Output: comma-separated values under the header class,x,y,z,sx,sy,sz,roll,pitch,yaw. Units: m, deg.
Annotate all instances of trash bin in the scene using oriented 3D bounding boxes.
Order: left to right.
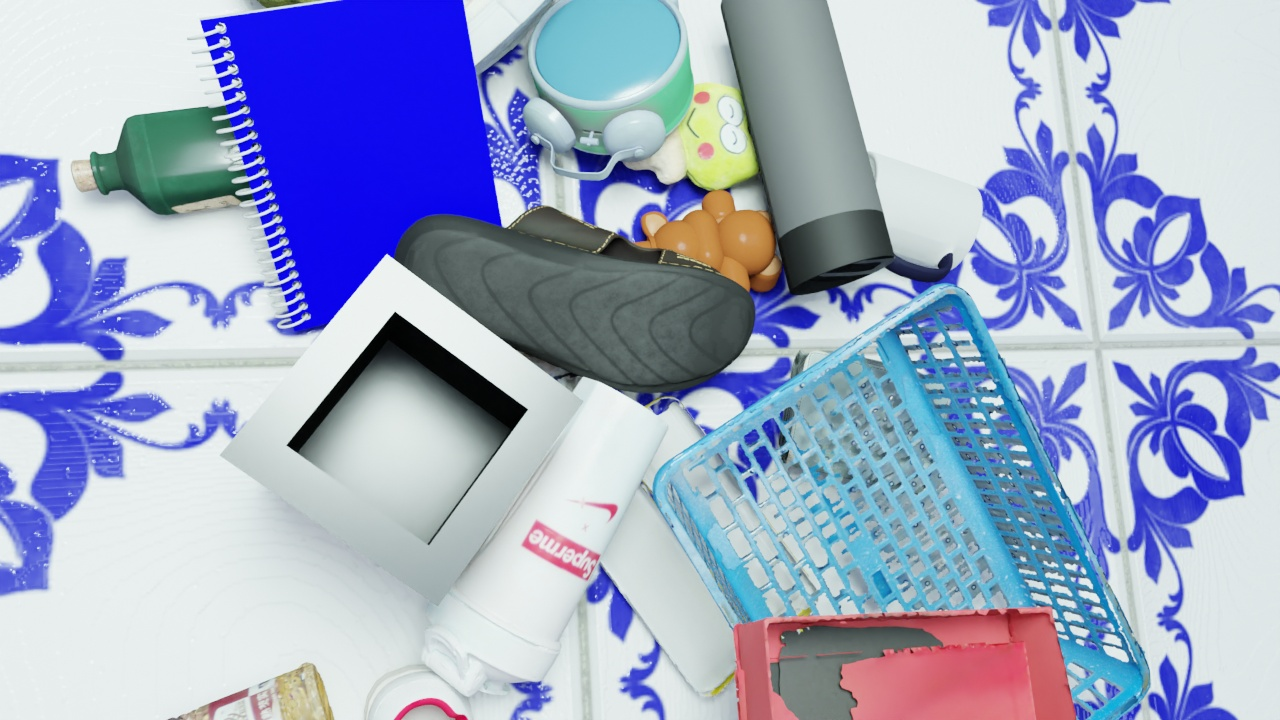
class,x,y,z,sx,sy,sz,roll,pitch,yaw
trash bin,-0.150,0.050,0.589,0.139,0.172,0.139,37,74,-7

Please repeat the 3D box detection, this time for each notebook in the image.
class,x,y,z,sx,sy,sz,roll,pitch,yaw
notebook,-0.188,-0.135,0.628,0.171,0.022,0.209,-16,120,-18

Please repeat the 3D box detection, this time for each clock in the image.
class,x,y,z,sx,sy,sz,roll,pitch,yaw
clock,-0.026,-0.205,0.699,0.122,0.075,0.161,10,68,12

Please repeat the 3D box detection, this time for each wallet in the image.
class,x,y,z,sx,sy,sz,roll,pitch,yaw
wallet,0.179,0.050,0.744,0.131,0.054,0.100,15,78,-11

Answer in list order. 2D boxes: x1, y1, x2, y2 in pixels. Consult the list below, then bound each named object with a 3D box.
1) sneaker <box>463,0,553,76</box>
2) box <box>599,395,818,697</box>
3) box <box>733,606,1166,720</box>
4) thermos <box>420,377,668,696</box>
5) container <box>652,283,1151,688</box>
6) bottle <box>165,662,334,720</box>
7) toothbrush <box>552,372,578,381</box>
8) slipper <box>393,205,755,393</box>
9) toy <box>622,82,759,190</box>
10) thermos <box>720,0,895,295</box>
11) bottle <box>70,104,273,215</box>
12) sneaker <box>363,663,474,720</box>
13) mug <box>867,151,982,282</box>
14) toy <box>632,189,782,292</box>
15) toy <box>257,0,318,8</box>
class,x,y,z,sx,sy,sz,roll,pitch,yaw
sneaker,-0.152,-0.241,0.668,0.242,0.089,0.091,-44,102,-7
box,0.035,0.140,0.702,0.129,0.036,0.209,-37,93,-14
box,0.169,0.228,0.566,0.214,0.153,0.165,1,114,-13
thermos,-0.067,0.121,0.630,0.099,0.099,0.220,31,82,-9
container,0.185,0.156,0.669,0.257,0.089,0.362,-32,103,-10
bottle,-0.255,0.242,0.591,0.105,0.056,0.056,-18,87,-18
toothbrush,-0.004,0.004,0.720,0.188,0.016,0.017,-14,95,-17
slipper,-0.046,-0.049,0.681,0.267,0.075,0.113,12,105,-11
toy,0.040,-0.181,0.746,0.115,0.046,0.092,-6,81,-9
thermos,0.129,-0.177,0.713,0.082,0.082,0.240,-9,80,-17
bottle,-0.315,-0.136,0.630,0.131,0.061,0.061,-13,87,-17
sneaker,-0.127,0.322,0.589,0.090,0.104,0.236,-7,84,-17
mug,0.220,-0.110,0.759,0.097,0.079,0.111,14,50,-13
toy,0.049,-0.086,0.733,0.127,0.065,0.095,-7,75,-8
toy,-0.225,-0.312,0.668,0.152,0.078,0.179,-43,64,-16
